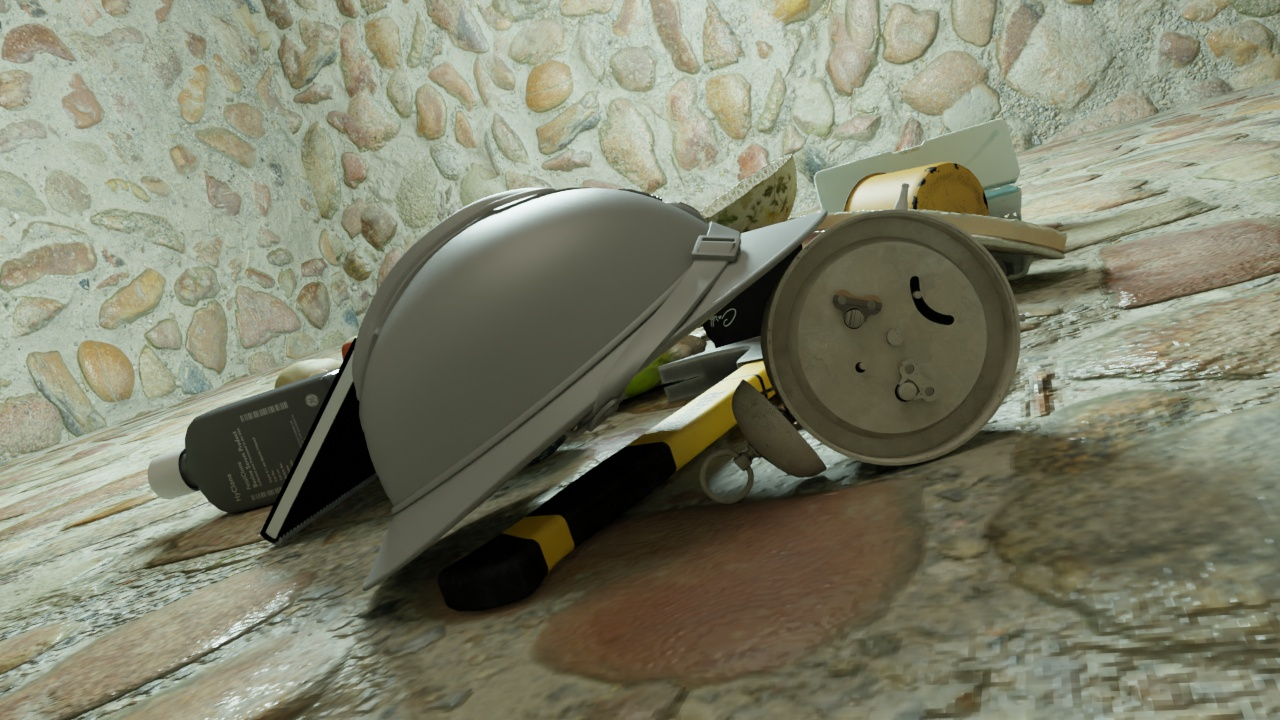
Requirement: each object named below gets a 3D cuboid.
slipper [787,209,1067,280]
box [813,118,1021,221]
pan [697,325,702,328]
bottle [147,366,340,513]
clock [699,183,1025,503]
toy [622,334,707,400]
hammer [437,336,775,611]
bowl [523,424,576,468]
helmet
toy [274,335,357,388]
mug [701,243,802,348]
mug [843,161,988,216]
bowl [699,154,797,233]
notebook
[{"bbox_3d":[0.212,-0.094,0.753,0.114,0.054,0.273,10,3,-34],"label":"slipper"},{"bbox_3d":[0.291,-0.167,0.960,0.198,0.126,0.074,-14,44,13],"label":"box"},{"bbox_3d":[-0.004,-0.034,0.819,0.205,0.044,0.354,-31,-7,38],"label":"pan"},{"bbox_3d":[-0.298,0.070,0.712,0.174,0.084,0.046,-16,9,10],"label":"bottle"},{"bbox_3d":[0.086,0.004,0.400,0.157,0.103,0.061,-42,3,0],"label":"clock"},{"bbox_3d":[-0.004,0.004,0.700,0.117,0.043,0.092,-18,4,-32],"label":"toy"},{"bbox_3d":[0.017,0.041,0.483,0.170,0.034,0.323,-12,11,38],"label":"hammer"},{"bbox_3d":[-0.101,0.035,0.579,0.114,0.061,0.114,25,20,-10],"label":"bowl"},{"bbox_3d":[-0.051,-0.022,0.428,0.271,0.117,0.183,-40,-1,-6],"label":"helmet"},{"bbox_3d":[-0.266,0.041,0.784,0.176,0.096,0.112,-49,-3,5],"label":"toy"},{"bbox_3d":[0.077,-0.040,0.669,0.078,0.088,0.114,-21,10,-27],"label":"mug"},{"bbox_3d":[0.253,-0.125,0.861,0.123,0.100,0.094,-44,21,-20],"label":"mug"},{"bbox_3d":[0.085,-0.111,0.788,0.145,0.063,0.145,-34,10,6],"label":"bowl"},{"bbox_3d":[-0.171,0.029,0.635,0.149,0.016,0.206,-59,-4,18],"label":"notebook"}]
